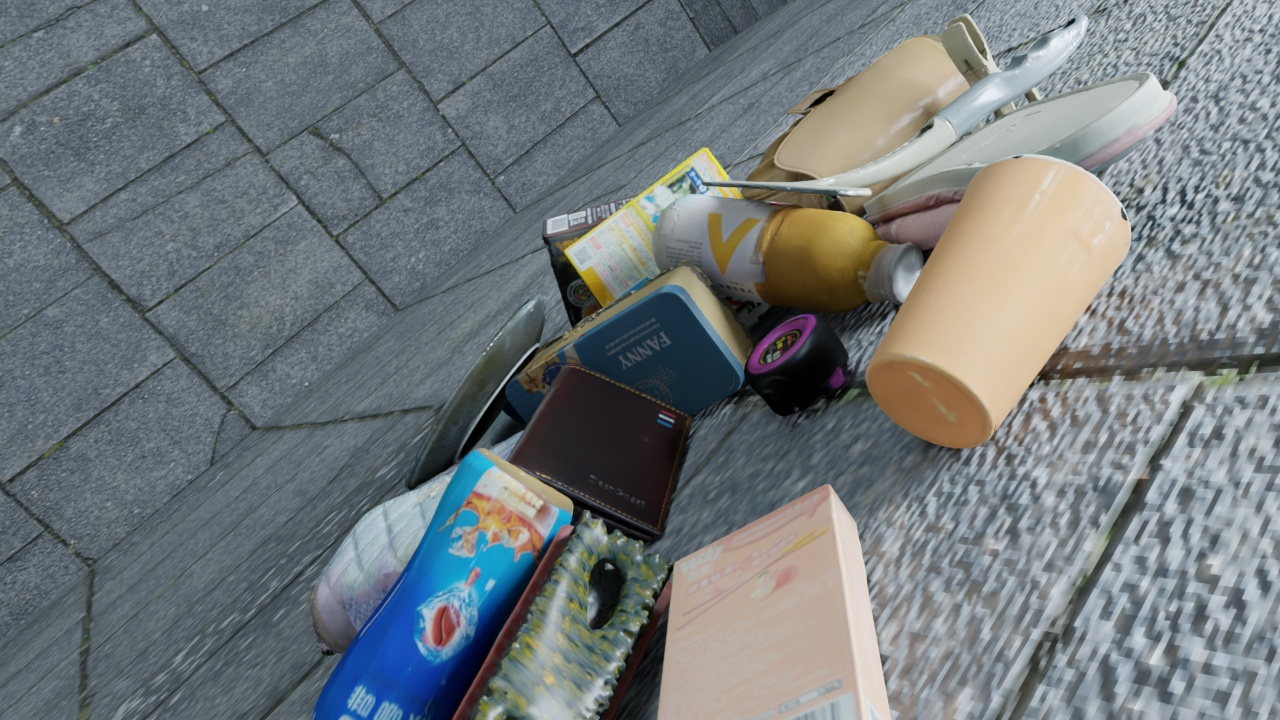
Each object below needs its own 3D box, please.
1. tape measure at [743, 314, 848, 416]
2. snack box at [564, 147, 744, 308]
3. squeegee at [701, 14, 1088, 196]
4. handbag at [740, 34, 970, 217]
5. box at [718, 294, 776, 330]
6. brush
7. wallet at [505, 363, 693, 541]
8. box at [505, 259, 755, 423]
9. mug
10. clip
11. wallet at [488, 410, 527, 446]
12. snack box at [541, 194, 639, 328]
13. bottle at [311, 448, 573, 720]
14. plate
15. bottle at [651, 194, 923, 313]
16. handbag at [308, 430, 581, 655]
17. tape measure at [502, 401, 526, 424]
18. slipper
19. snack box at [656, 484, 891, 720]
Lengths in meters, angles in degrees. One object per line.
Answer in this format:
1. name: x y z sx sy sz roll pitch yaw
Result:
1. tape measure: 0.091 0.004 0.531 0.058 0.039 0.057 -42 16 2
2. snack box: 0.020 -0.091 0.724 0.140 0.087 0.033 -36 -3 5
3. squeegee: 0.186 -0.150 0.587 0.246 0.039 0.246 -29 16 -6
4. handbag: 0.172 -0.176 0.736 0.204 0.100 0.148 -40 10 -10
5. box: 0.058 -0.041 0.695 0.164 0.057 0.071 -36 30 0
6. brush: -0.038 0.141 0.403 0.145 0.063 0.069 -58 -5 -47
7. wallet: -0.022 0.052 0.558 0.122 0.096 0.020 -67 -2 -59
8. box: -0.004 0.004 0.637 0.185 0.090 0.059 -31 15 36
9. mug: 0.156 -0.024 0.414 0.122 0.078 0.078 -50 20 -22
10. clip: 0.243 -0.182 0.639 0.035 0.103 0.092 -16 50 47
11. wallet: -0.081 0.026 0.836 0.130 0.037 0.106 -37 27 4
12. snack box: -0.009 -0.081 0.791 0.126 0.113 0.053 -14 29 4
13. bottle: -0.114 0.150 0.457 0.218 0.065 0.065 -59 20 -9
14. plate: -0.118 0.028 0.705 0.179 0.024 0.179 -57 0 -1
15. bottle: 0.092 -0.070 0.608 0.190 0.068 0.067 16 51 42
16. handbag: -0.119 0.114 0.603 0.194 0.075 0.133 -29 18 28
17. tape measure: -0.093 0.027 0.782 0.058 0.025 0.054 17 73 51
18. slipper: 0.212 -0.106 0.543 0.114 0.054 0.274 -34 6 -3
19. snack box: 0.047 0.114 0.343 0.085 0.026 0.157 -32 17 19
